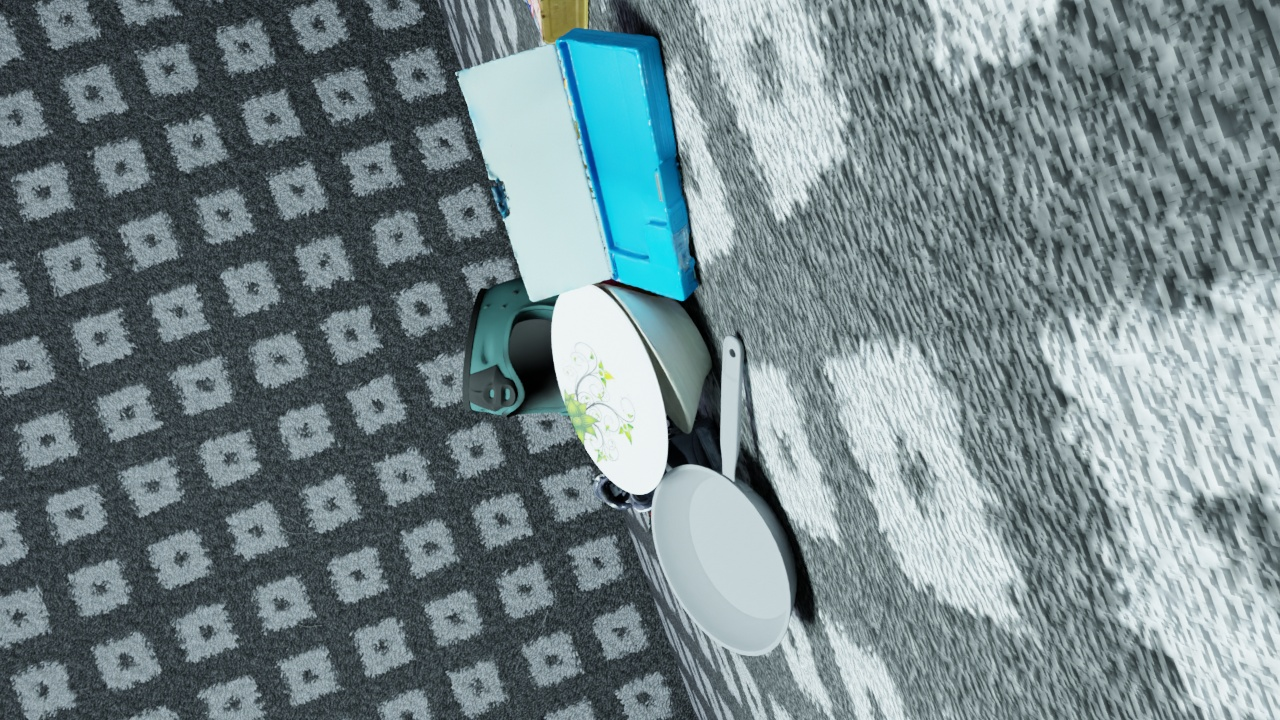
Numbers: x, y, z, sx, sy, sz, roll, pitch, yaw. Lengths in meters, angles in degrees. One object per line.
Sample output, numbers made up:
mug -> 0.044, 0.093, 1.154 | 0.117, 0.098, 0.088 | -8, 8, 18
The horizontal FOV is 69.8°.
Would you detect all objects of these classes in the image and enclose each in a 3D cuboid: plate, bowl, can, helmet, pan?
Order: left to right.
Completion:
helmet -> -0.113, -0.004, 1.176 | 0.274, 0.200, 0.177 | -94, 8, -63
can -> -0.085, -0.364, 0.904 | 0.100, 0.054, 0.059 | 101, 147, -76
plate -> -0.025, 0.026, 0.956 | 0.229, 0.030, 0.230 | 40, 139, 45
bowl -> 0.027, -0.015, 0.939 | 0.176, 0.057, 0.177 | 57, 172, 12
pan -> 0.087, 0.129, 0.885 | 0.201, 0.050, 0.357 | 33, 130, 42

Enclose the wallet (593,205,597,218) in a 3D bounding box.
wallet -> -0.032, -0.152, 1.146 | 0.121, 0.027, 0.099 | -120, 14, -61

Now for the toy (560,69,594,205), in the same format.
toy -> -0.059, -0.227, 0.934 | 0.216, 0.098, 0.148 | -135, 33, -61

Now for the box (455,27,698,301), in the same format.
box -> -0.043, -0.164, 0.811 | 0.070, 0.171, 0.244 | -75, -21, -47

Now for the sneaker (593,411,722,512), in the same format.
sneaker -> 0.013, 0.123, 1.085 | 0.252, 0.150, 0.097 | -159, 49, -81

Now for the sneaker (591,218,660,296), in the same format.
sneaker -> -0.028, -0.116, 0.993 | 0.242, 0.116, 0.090 | -36, 28, 61

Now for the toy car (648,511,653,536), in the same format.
toy car -> 0.039, 0.219, 1.139 | 0.091, 0.036, 0.042 | 56, 163, 22
